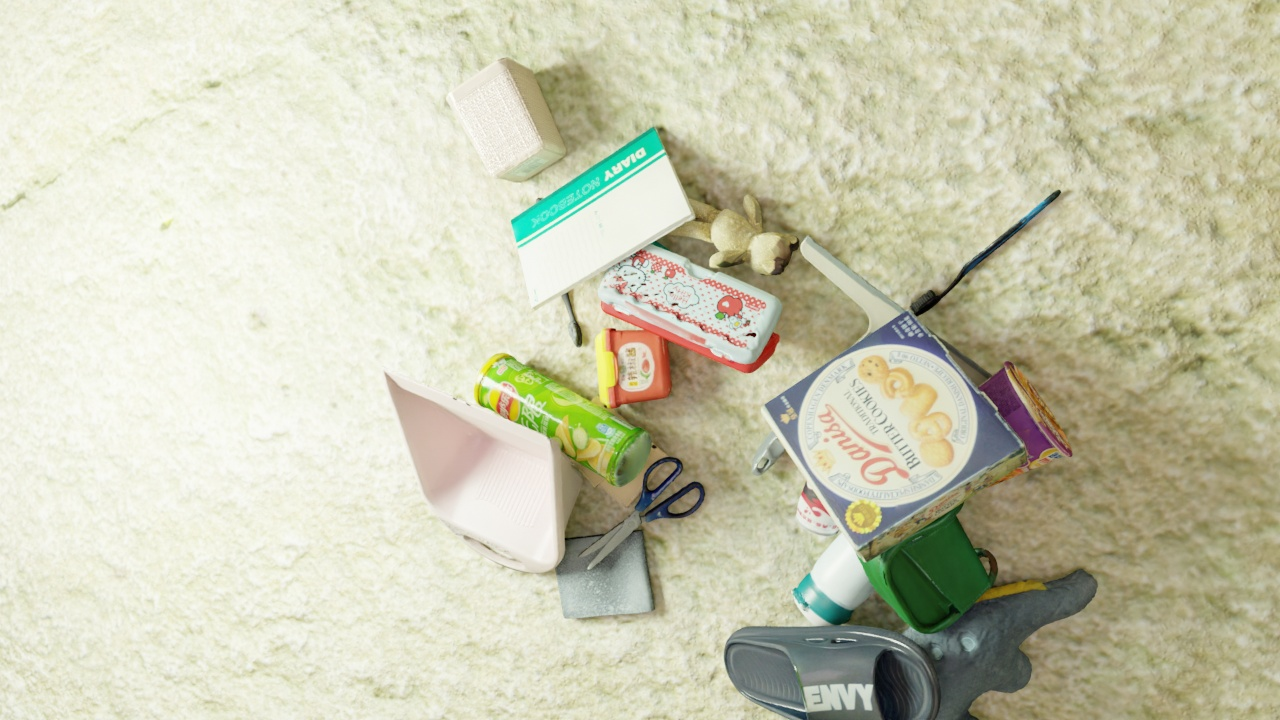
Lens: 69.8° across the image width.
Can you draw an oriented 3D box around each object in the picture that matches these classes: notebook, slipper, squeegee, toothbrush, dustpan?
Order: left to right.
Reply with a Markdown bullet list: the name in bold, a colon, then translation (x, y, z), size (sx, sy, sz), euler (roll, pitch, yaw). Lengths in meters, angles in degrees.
- **dustpan**: translation (-0.178, 0.146, 1.037), size (0.223, 0.273, 0.138), euler (20, 75, 23)
- **toothbrush**: translation (-0.099, -0.106, 1.099), size (0.014, 0.016, 0.189), euler (-17, 86, 17)
- **notebook**: translation (-0.050, -0.162, 1.042), size (0.209, 0.012, 0.150), euler (-30, 53, 15)
- **slipper**: translation (0.178, 0.337, 0.944), size (0.269, 0.083, 0.110), euler (-11, 96, 46)
- **squeegee**: translation (0.201, 0.031, 0.998), size (0.246, 0.039, 0.247), euler (36, 109, -5)
- **toothbrush**: translation (0.356, -0.112, 0.953), size (0.190, 0.014, 0.016), euler (-43, 56, 14)

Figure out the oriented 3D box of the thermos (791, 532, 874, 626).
- **thermos**: translation (0.251, 0.194, 0.977), size (0.073, 0.073, 0.224), euler (39, 104, 12)

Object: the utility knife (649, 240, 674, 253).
- **utility knife**: translation (0.055, -0.099, 1.051), size (0.161, 0.013, 0.029), euler (37, 100, 16)

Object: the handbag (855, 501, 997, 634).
- **handbag**: translation (0.287, 0.197, 0.915), size (0.120, 0.068, 0.131), euler (-34, 112, -2)

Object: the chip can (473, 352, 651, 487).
- **chip can**: translation (-0.090, 0.067, 1.056), size (0.221, 0.072, 0.072), euler (27, 101, 25)

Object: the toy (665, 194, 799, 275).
- **toy**: translation (0.095, -0.137, 1.016), size (0.157, 0.066, 0.104), euler (24, 57, 19)

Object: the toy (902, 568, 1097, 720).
- **toy**: translation (0.319, 0.337, 0.956), size (0.138, 0.091, 0.357), euler (30, 104, -14)

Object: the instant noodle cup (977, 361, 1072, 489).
- **instant noodle cup**: translation (0.357, 0.073, 0.918), size (0.099, 0.111, 0.111), euler (-38, 81, 25)

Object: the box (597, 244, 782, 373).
- **box**: translation (0.054, -0.065, 0.992), size (0.201, 0.094, 0.092), euler (25, 125, 22)

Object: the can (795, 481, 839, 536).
- **can**: translation (0.208, 0.119, 0.978), size (0.053, 0.053, 0.133), euler (21, 113, 16)

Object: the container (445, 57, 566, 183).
- **container**: translation (-0.152, -0.275, 1.070), size (0.090, 0.089, 0.111), euler (-27, 87, 17)

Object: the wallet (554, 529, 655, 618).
- **wallet**: translation (-0.046, 0.256, 1.100), size (0.121, 0.019, 0.097), euler (-10, 87, 19)

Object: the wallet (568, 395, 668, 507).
- **wallet**: translation (-0.035, 0.110, 1.086), size (0.115, 0.024, 0.087), euler (40, 99, 12)

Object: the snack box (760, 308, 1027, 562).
- **snack box**: translation (0.239, 0.070, 0.887), size (0.182, 0.046, 0.177), euler (-35, 55, 6)

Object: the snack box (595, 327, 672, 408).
- **snack box**: translation (-0.006, 0.006, 1.046), size (0.080, 0.082, 0.091), euler (-5, 92, 4)

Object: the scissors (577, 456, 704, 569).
- **scissors**: translation (-0.009, 0.175, 1.063), size (0.173, 0.012, 0.128), euler (-13, 103, 2)
